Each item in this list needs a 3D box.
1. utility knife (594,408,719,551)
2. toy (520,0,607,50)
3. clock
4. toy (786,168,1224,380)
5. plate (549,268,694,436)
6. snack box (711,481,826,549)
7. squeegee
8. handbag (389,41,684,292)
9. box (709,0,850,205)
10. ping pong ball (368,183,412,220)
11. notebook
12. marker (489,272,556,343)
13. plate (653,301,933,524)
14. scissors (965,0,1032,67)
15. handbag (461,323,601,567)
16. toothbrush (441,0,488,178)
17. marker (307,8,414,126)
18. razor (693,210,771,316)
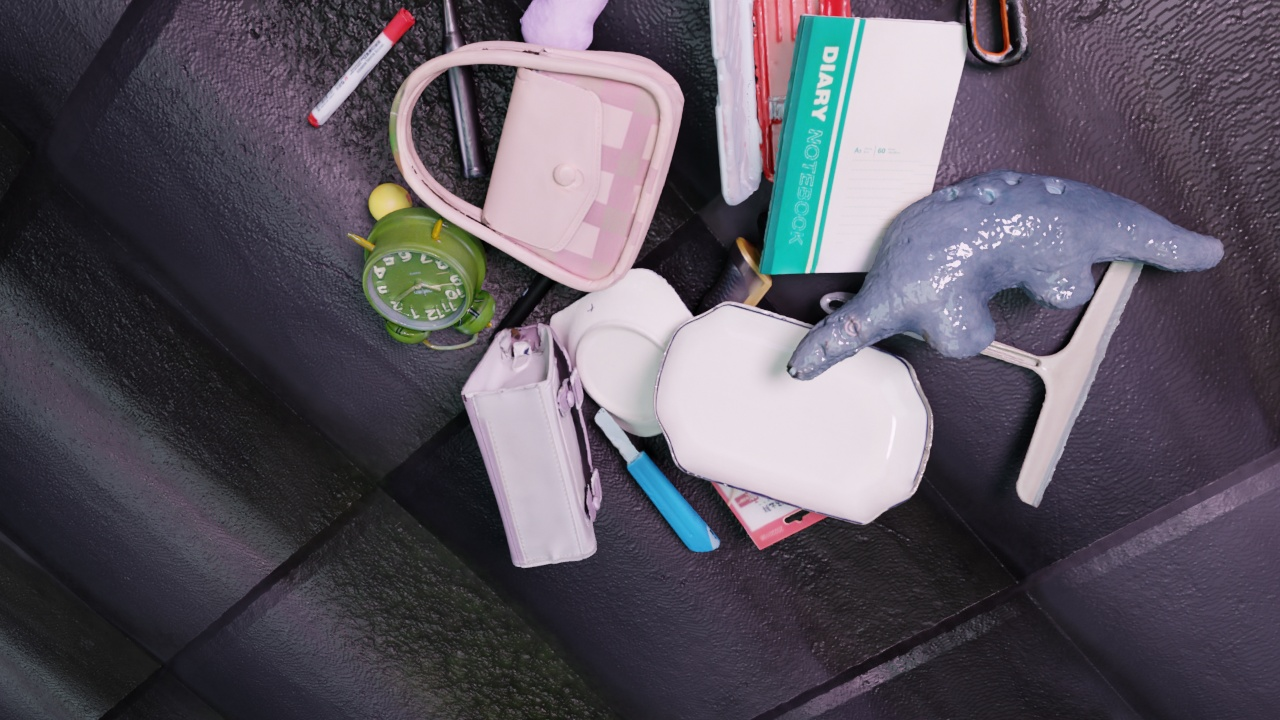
[{"bbox_3d":[0.015,0.126,0.944,0.034,0.018,0.209,-24,117,26],"label":"utility knife"},{"bbox_3d":[-0.063,-0.300,0.770,0.084,0.038,0.108,30,123,-4],"label":"toy"},{"bbox_3d":[-0.205,-0.071,0.886,0.116,0.056,0.161,-7,133,11],"label":"clock"},{"bbox_3d":[0.279,-0.081,0.750,0.356,0.091,0.138,-19,89,5],"label":"toy"},{"bbox_3d":[-0.005,0.005,0.879,0.165,0.034,0.163,-28,106,39],"label":"plate"},{"bbox_3d":[0.130,0.104,0.898,0.113,0.044,0.127,-33,95,28],"label":"snack box"},{"bbox_3d":[0.279,-0.020,0.821,0.246,0.039,0.247,17,105,3],"label":"squeegee"},{"bbox_3d":[-0.094,-0.178,0.781,0.234,0.093,0.194,15,116,-8],"label":"handbag"},{"bbox_3d":[0.111,-0.231,0.729,0.112,0.099,0.202,0,115,14],"label":"box"},{"bbox_3d":[-0.240,-0.150,0.879,0.040,0.040,0.040,5,115,11],"label":"ping pong ball"},{"bbox_3d":[0.181,-0.170,0.752,0.150,0.012,0.209,-3,118,-17],"label":"notebook"},{"bbox_3d":[-0.107,-0.060,0.902,0.022,0.020,0.132,42,117,1],"label":"marker"},{"bbox_3d":[0.137,0.048,0.832,0.265,0.034,0.162,16,83,-10],"label":"plate"},{"bbox_3d":[0.284,-0.330,0.681,0.221,0.021,0.231,14,110,5],"label":"scissors"},{"bbox_3d":[-0.096,0.079,0.890,0.098,0.144,0.197,-10,117,1],"label":"handbag"},{"bbox_3d":[-0.165,-0.270,0.815,0.027,0.026,0.213,-6,113,2],"label":"toothbrush"},{"bbox_3d":[-0.259,-0.266,0.843,0.145,0.017,0.017,-37,102,25],"label":"marker"},{"bbox_3d":[0.089,-0.058,0.846,0.067,0.062,0.168,14,128,-29],"label":"razor"}]
